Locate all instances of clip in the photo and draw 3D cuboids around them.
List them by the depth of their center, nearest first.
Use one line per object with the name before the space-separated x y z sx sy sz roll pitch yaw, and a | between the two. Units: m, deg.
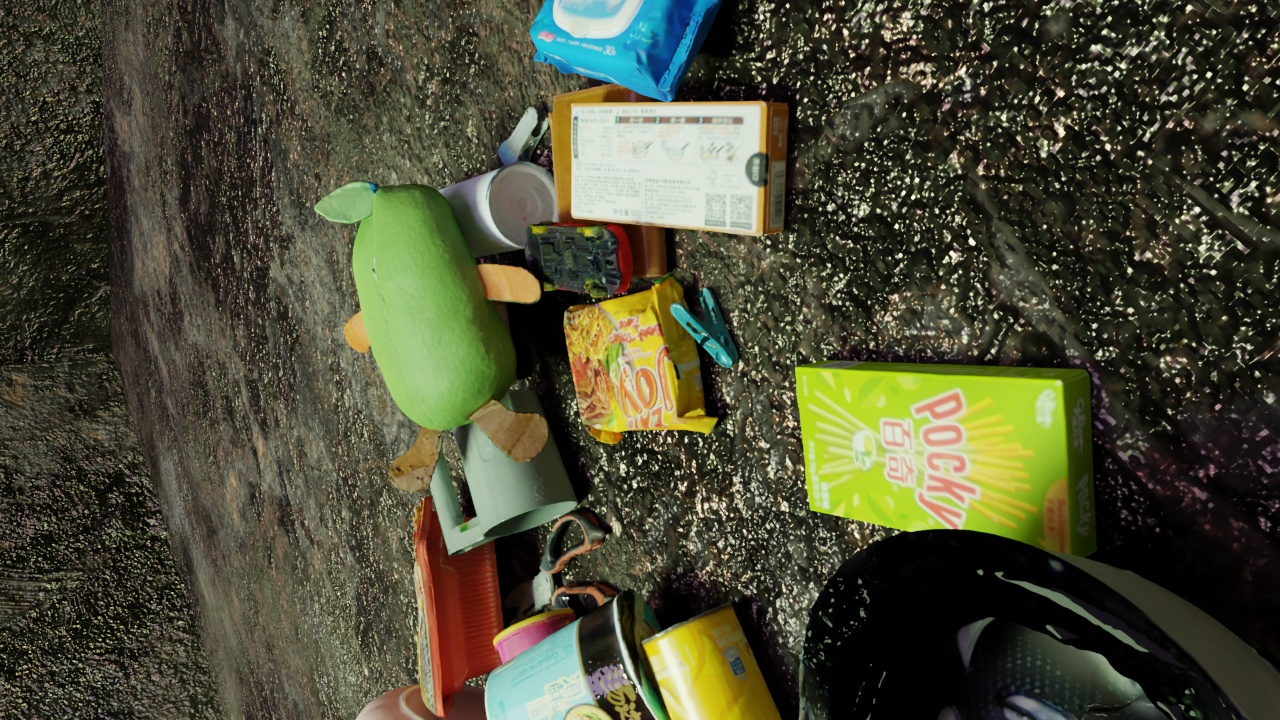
clip | 0.044 -0.019 0.590 0.054 0.032 0.013 58 143 6
clip | -0.091 -0.179 0.733 0.058 0.042 0.026 -50 58 44

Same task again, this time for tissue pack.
tissue pack | -0.011 -0.218 0.560 0.157 0.052 0.095 32 98 45

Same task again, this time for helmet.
helmet | 0.180 0.198 0.356 0.231 0.156 0.273 -23 70 54

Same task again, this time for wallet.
wallet | -0.030 -0.125 0.649 0.119 0.035 0.131 9 107 50

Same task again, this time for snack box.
snack box | 0.147 0.045 0.466 0.157 0.026 0.086 4 103 53
snack box | 0.019 -0.121 0.568 0.154 0.026 0.075 13 109 39

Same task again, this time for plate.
plate | -0.164 0.338 0.843 0.193 0.192 0.039 11 87 52

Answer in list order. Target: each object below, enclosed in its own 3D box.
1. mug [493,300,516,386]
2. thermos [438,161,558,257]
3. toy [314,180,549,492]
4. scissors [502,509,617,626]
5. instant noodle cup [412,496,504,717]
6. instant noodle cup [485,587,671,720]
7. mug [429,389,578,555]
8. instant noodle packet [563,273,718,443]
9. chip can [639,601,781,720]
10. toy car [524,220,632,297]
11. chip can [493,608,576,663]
mug | -0.158 -0.027 0.822 0.114 0.081 0.106 -153 54 -78
thermos | -0.153 -0.117 0.790 0.225 0.073 0.073 0 99 54
toy | -0.161 -0.027 0.717 0.227 0.089 0.246 -14 93 32
scissors | -0.074 0.209 0.817 0.206 0.015 0.202 29 122 45
instant noodle cup | -0.172 0.222 0.869 0.189 0.079 0.164 -147 52 -75
instant noodle cup | -0.042 0.239 0.659 0.120 0.111 0.111 -27 72 9
mug | -0.125 0.095 0.779 0.124 0.083 0.103 -25 73 15
instant noodle packet | -0.004 0.004 0.645 0.129 0.044 0.111 -10 95 54
chip can | 0.072 0.270 0.592 0.072 0.071 0.213 -45 62 49
toy car | -0.045 -0.073 0.638 0.106 0.031 0.049 10 111 48
chip can | -0.052 0.309 0.724 0.072 0.071 0.210 -51 54 47
